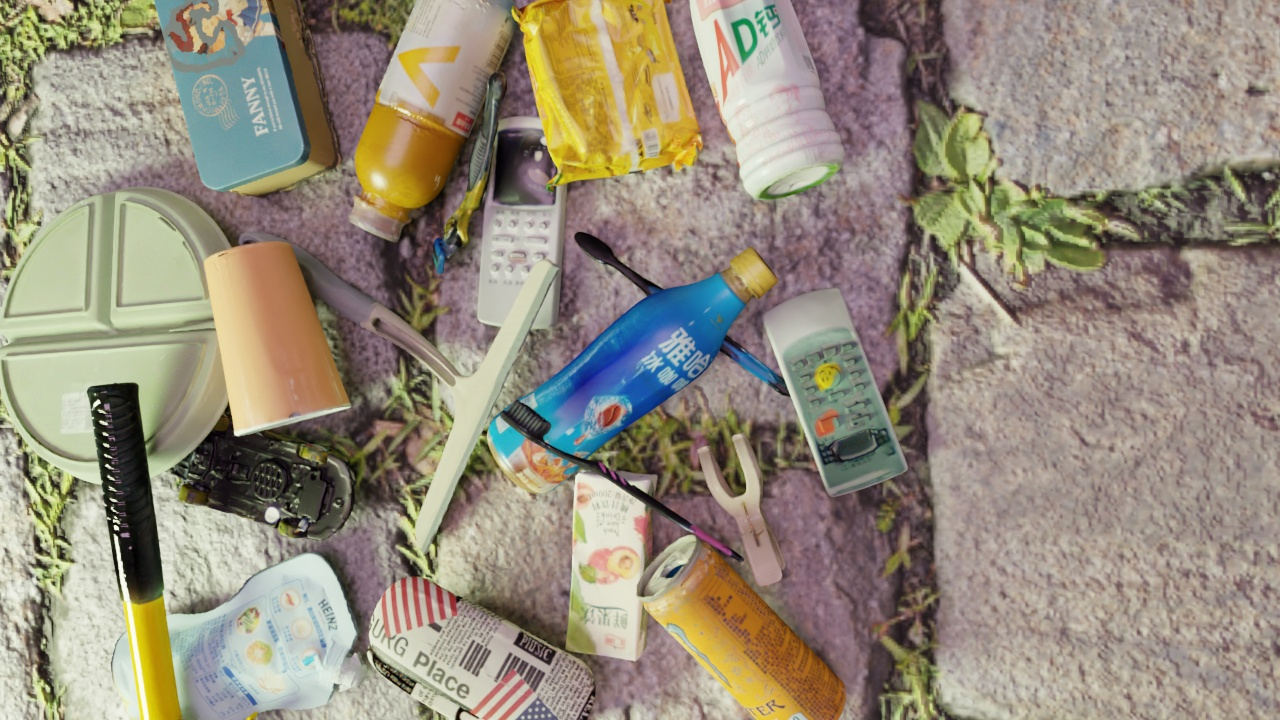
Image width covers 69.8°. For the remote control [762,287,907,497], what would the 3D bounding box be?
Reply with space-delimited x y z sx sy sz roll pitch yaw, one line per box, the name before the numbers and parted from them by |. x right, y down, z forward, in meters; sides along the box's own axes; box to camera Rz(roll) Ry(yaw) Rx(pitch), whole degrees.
remote control | 0.129 0.020 0.614 0.056 0.019 0.135 -20 87 3

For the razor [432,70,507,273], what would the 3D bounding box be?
razor | -0.116 -0.130 0.641 0.022 0.042 0.143 14 106 -24

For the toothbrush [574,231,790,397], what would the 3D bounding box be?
toothbrush | 0.030 -0.033 0.639 0.189 0.016 0.014 37 92 5

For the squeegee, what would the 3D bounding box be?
squeegee | -0.194 -0.027 0.666 0.246 0.039 0.247 34 114 15

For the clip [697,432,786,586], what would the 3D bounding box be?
clip | 0.071 0.100 0.617 0.035 0.072 0.100 -20 84 9

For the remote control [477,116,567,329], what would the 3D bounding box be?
remote control | -0.083 -0.097 0.653 0.058 0.021 0.150 4 92 10

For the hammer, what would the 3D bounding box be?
hammer | -0.351 0.165 0.648 0.129 0.032 0.301 -3 98 6

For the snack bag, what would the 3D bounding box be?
snack bag | -0.297 0.222 0.686 0.191 0.039 0.110 -23 83 9

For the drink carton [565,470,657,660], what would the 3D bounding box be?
drink carton | -0.019 0.138 0.631 0.053 0.045 0.122 3 91 11

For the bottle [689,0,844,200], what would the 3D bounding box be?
bottle | 0.074 -0.208 0.603 0.068 0.068 0.197 -18 84 10

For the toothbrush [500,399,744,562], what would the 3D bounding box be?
toothbrush | -0.008 0.080 0.594 0.189 0.014 0.018 33 96 -10

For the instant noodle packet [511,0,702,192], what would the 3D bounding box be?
instant noodle packet | -0.022 -0.184 0.622 0.110 0.044 0.128 -12 90 -6

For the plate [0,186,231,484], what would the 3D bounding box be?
plate | -0.396 -0.022 0.688 0.230 0.027 0.230 -2 83 19

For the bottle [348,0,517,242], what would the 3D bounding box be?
bottle | -0.149 -0.176 0.640 0.068 0.068 0.189 26 95 9

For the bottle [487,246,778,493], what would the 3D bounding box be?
bottle | -0.004 0.004 0.611 0.219 0.065 0.065 -38 84 12

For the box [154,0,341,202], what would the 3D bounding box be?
box | -0.284 -0.203 0.668 0.090 0.062 0.184 -18 86 10

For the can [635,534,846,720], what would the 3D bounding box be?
can | 0.066 0.182 0.594 0.058 0.058 0.146 -43 98 8

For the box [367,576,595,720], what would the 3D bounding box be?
box | -0.107 0.207 0.630 0.162 0.075 0.086 27 102 11

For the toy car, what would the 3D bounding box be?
toy car | -0.278 0.085 0.677 0.158 0.042 0.070 17 90 15

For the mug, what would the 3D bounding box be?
mug | -0.256 -0.016 0.637 0.078 0.078 0.122 -16 89 10
